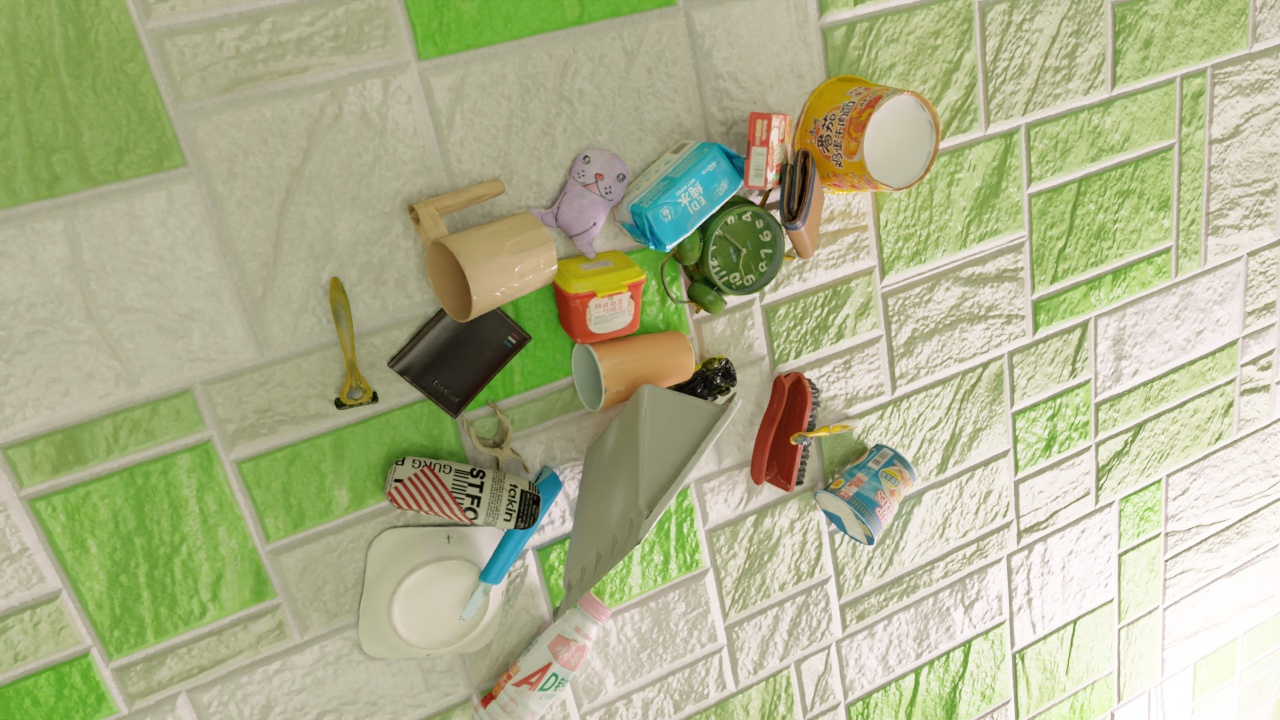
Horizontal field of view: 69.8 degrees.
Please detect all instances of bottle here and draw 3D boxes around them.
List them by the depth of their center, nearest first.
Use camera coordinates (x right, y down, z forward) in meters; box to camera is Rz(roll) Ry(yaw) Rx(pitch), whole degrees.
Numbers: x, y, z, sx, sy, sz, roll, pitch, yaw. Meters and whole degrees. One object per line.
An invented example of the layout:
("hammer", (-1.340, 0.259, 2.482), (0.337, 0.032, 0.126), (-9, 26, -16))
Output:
("bottle", (-0.111, 0.362, 1.083), (0.196, 0.068, 0.068), (-48, 119, -9))

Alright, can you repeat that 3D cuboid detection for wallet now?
("wallet", (-0.187, -0.010, 0.958), (0.122, 0.020, 0.096), (-47, 119, -3))
("wallet", (0.183, -0.173, 1.030), (0.115, 0.033, 0.090), (35, 64, -66))

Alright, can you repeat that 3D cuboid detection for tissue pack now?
("tissue pack", (0.041, -0.176, 0.971), (0.140, 0.090, 0.063), (-43, 118, -8))

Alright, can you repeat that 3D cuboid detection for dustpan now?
("dustpan", (0.024, 0.139, 0.980), (0.142, 0.257, 0.223), (18, 140, -17))

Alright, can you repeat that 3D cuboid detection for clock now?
("clock", (0.093, -0.119, 1.032), (0.161, 0.056, 0.116), (-30, 115, -14))

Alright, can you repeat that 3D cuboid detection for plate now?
("plate", (-0.224, 0.262, 1.016), (0.164, 0.034, 0.164), (3, 105, -25))

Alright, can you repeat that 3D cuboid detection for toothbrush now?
("toothbrush", (0.236, 0.088, 1.140), (0.191, 0.018, 0.016), (-4, 110, -52))

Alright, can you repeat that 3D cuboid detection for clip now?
("clip", (-0.145, 0.083, 0.998), (0.082, 0.035, 0.104), (-47, 123, -5))

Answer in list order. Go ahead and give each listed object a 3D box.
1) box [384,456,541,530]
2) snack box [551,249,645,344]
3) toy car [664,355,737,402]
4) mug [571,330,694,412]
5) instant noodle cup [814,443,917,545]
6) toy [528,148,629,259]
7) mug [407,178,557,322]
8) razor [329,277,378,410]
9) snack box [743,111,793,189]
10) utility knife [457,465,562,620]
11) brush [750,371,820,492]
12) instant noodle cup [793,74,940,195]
("box", (-0.190, 0.146, 0.975), (0.162, 0.088, 0.076), (10, 57, -14))
("snack box", (-0.044, -0.065, 0.974), (0.091, 0.082, 0.080), (-14, 121, -20))
("toy car", (0.062, 0.031, 1.079), (0.105, 0.032, 0.048), (-29, 117, -2))
("mug", (-0.006, 0.006, 1.019), (0.122, 0.078, 0.078), (-13, 111, -27))
("instant noodle cup", (0.301, 0.169, 1.203), (0.109, 0.099, 0.099), (-43, 119, -16))
("toy", (-0.057, -0.172, 0.957), (0.084, 0.039, 0.108), (32, 93, -7))
("mug", (-0.155, -0.112, 0.903), (0.103, 0.084, 0.124), (-27, 89, -33))
("razor", (-0.290, -0.017, 0.905), (0.043, 0.028, 0.133), (-10, 108, -18))
("snack box", (0.138, -0.225, 0.978), (0.025, 0.152, 0.075), (8, 106, 15))
("utility knife", (-0.145, 0.206, 1.020), (0.034, 0.018, 0.191), (43, 71, -34))
("brush", (0.176, 0.085, 1.130), (0.069, 0.063, 0.146), (2, 104, -39))
("instant noodle cup", (0.262, -0.251, 1.040), (0.137, 0.110, 0.138), (-8, 110, -23))
